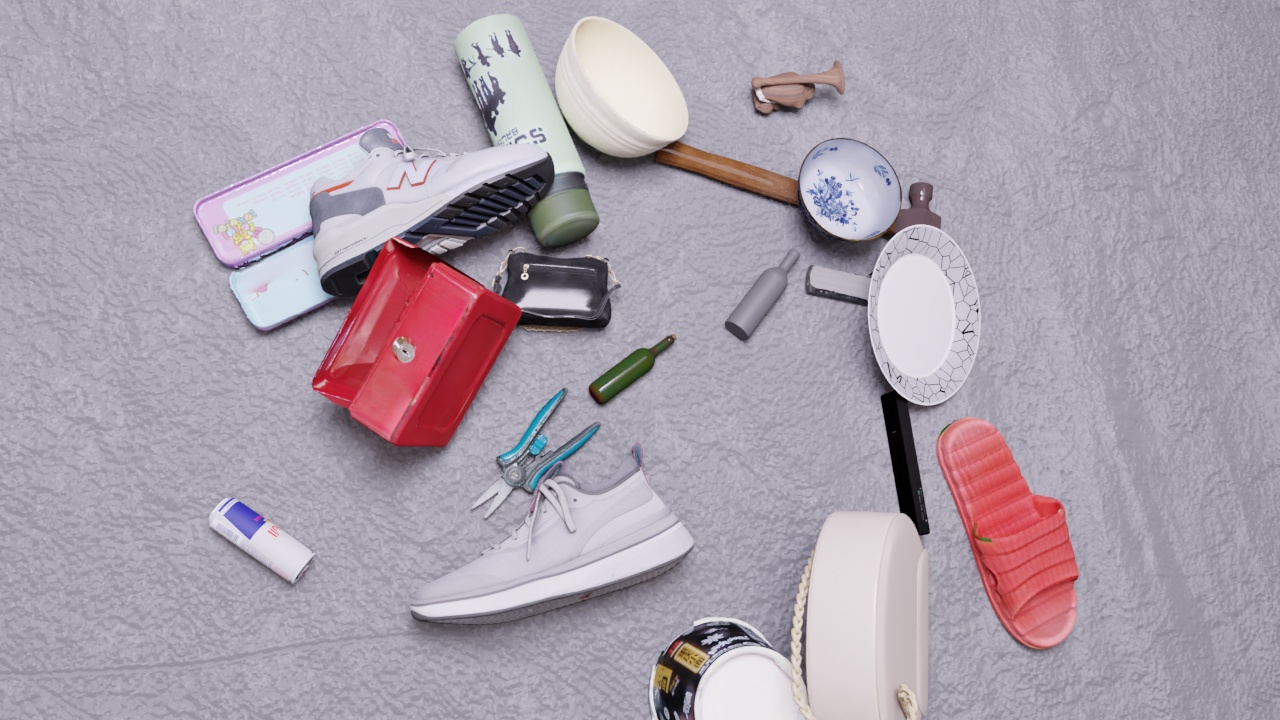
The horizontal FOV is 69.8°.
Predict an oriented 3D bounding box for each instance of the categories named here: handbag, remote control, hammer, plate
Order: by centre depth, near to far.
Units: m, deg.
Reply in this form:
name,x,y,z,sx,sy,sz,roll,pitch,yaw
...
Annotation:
name,x,y,z,sx,sy,sz,roll,pitch,yaw
handbag,0.217,0.244,0.832,0.103,0.208,0.210,-2,76,28
handbag,-0.083,-0.072,0.912,0.128,0.054,0.079,3,74,-8
remote control,0.275,0.106,0.954,0.013,0.034,0.150,-5,80,-12
plate,0.297,-0.048,0.970,0.188,0.016,0.188,1,89,-36
hammer,0.172,-0.179,0.994,0.323,0.033,0.115,17,74,-7
remote control,0.244,-0.076,0.996,0.136,0.013,0.033,11,78,-10

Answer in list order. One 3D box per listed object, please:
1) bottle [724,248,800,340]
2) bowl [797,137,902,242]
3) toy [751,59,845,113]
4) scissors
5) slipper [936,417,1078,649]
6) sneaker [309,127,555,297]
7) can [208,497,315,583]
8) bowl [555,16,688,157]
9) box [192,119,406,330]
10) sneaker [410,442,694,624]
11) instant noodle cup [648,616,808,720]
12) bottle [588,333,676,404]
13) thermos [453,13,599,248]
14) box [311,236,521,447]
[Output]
name,x,y,z,sx,sy,sz,roll,pitch,yaw
bottle,0.133,-0.073,0.965,0.030,0.030,0.112,39,74,-2
bowl,0.211,-0.170,0.959,0.114,0.045,0.114,3,74,-10
toy,0.166,-0.297,1.003,0.101,0.055,0.041,-6,76,-9
scissors,-0.102,0.088,0.893,0.123,0.019,0.148,7,83,-14
slipper,0.391,0.174,0.952,0.103,0.059,0.248,-18,81,-14
sneaker,-0.208,-0.165,0.848,0.239,0.089,0.124,-29,73,-3
can,-0.340,0.161,0.825,0.095,0.032,0.032,35,74,-2
bowl,-0.031,-0.265,0.935,0.150,0.076,0.150,28,45,-31
box,-0.304,-0.133,0.891,0.214,0.035,0.151,-29,79,-15
sneaker,-0.089,0.164,0.849,0.262,0.097,0.128,-16,71,-13
instant noodle cup,0.086,0.307,0.837,0.137,0.112,0.137,2,78,-11
bottle,-0.005,0.005,0.925,0.106,0.025,0.025,-37,87,-15
thermos,-0.112,-0.225,0.923,0.082,0.082,0.231,-21,81,-14
box,-0.186,-0.007,0.816,0.110,0.134,0.157,27,89,23
